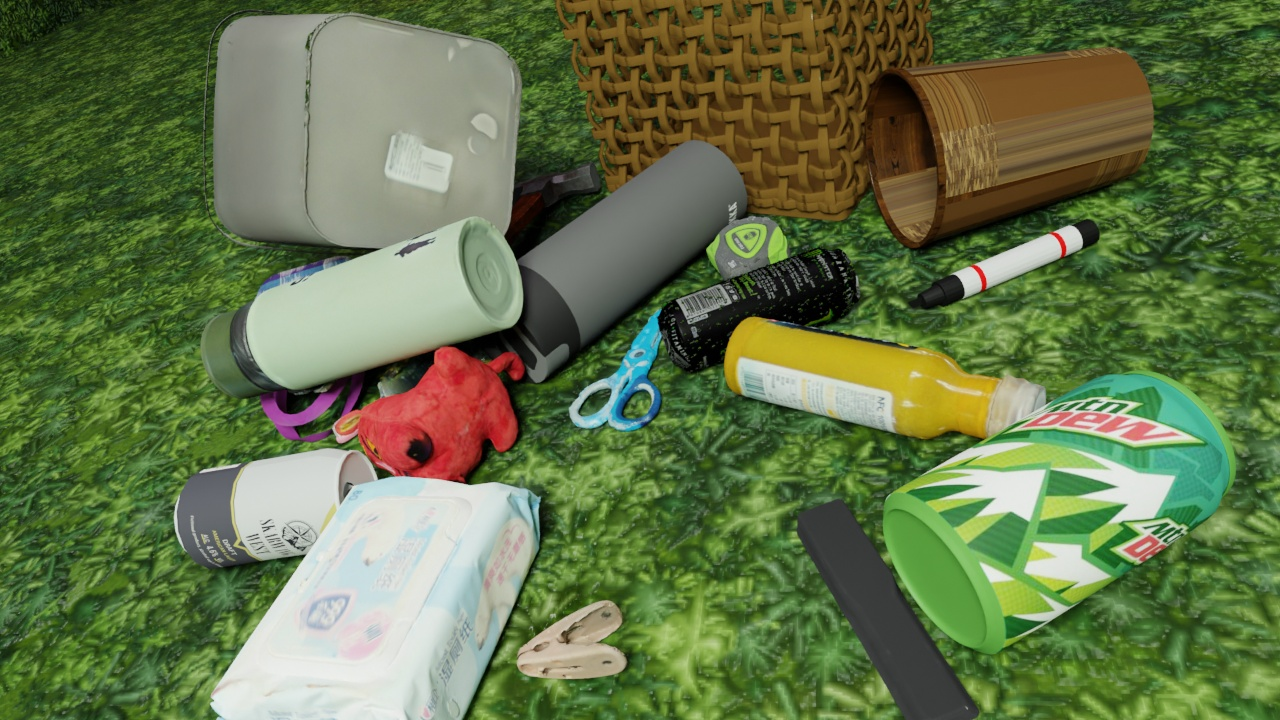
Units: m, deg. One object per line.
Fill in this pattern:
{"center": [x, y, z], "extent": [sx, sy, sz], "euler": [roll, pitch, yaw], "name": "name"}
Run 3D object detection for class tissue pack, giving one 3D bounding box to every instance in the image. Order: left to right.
{"center": [-0.132, 0.131, 0.495], "extent": [0.112, 0.070, 0.181], "euler": [-3, 37, 20], "name": "tissue pack"}

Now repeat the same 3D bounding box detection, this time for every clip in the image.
{"center": [-0.034, 0.144, 0.477], "extent": [0.060, 0.024, 0.039], "euler": [-8, 37, 18], "name": "clip"}

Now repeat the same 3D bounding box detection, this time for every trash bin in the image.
{"center": [-0.212, -0.170, 0.711], "extent": [0.197, 0.197, 0.220], "euler": [-1, 12, -35], "name": "trash bin"}

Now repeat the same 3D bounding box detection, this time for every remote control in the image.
{"center": [0.117, 0.121, 0.453], "extent": [0.032, 0.015, 0.136], "euler": [-20, 36, -4], "name": "remote control"}

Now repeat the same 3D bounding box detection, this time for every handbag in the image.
{"center": [-0.262, -0.004, 0.742], "extent": [0.144, 0.068, 0.169], "euler": [-16, 42, 1], "name": "handbag"}

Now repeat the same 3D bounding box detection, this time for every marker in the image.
{"center": [0.253, -0.065, 0.642], "extent": [0.145, 0.019, 0.019], "euler": [-22, 36, -7], "name": "marker"}

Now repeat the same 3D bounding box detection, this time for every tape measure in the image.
{"center": [0.087, -0.082, 0.720], "extent": [0.059, 0.036, 0.065], "euler": [-27, 39, 2], "name": "tape measure"}

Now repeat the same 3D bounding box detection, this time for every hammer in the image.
{"center": [-0.123, -0.105, 0.796], "extent": [0.111, 0.028, 0.299], "euler": [-11, 25, 18], "name": "hammer"}

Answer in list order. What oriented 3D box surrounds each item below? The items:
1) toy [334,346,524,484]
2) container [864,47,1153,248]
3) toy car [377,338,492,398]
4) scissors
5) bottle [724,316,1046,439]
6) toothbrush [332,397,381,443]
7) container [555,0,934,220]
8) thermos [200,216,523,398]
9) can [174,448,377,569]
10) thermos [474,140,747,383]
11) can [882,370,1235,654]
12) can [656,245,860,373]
{"center": [-0.138, 0.029, 0.629], "extent": [0.094, 0.088, 0.132], "euler": [2, 37, 41], "name": "toy"}
{"center": [0.273, -0.167, 0.686], "extent": [0.167, 0.132, 0.132], "euler": [-13, 36, -4], "name": "container"}
{"center": [-0.153, 0.005, 0.692], "extent": [0.033, 0.048, 0.105], "euler": [-27, 17, 50], "name": "toy car"}
{"center": [-0.004, 0.004, 0.664], "extent": [0.066, 0.015, 0.134], "euler": [1, 37, 23], "name": "scissors"}
{"center": [0.142, 0.014, 0.554], "extent": [0.186, 0.053, 0.053], "euler": [13, 45, 35], "name": "bottle"}
{"center": [-0.183, 0.018, 0.712], "extent": [0.022, 0.016, 0.134], "euler": [19, 49, 39], "name": "toothbrush"}
{"center": [0.102, -0.282, 0.824], "extent": [0.252, 0.214, 0.218], "euler": [12, 45, 34], "name": "container"}
{"center": [-0.197, -0.026, 0.634], "extent": [0.232, 0.082, 0.082], "euler": [-15, 34, 21], "name": "thermos"}
{"center": [-0.225, 0.093, 0.587], "extent": [0.127, 0.064, 0.064], "euler": [-10, 36, 9], "name": "can"}
{"center": [-0.021, -0.081, 0.721], "extent": [0.082, 0.082, 0.239], "euler": [21, 50, 40], "name": "thermos"}
{"center": [0.196, 0.068, 0.434], "extent": [0.144, 0.083, 0.083], "euler": [-26, 37, -13], "name": "can"}
{"center": [0.082, -0.037, 0.644], "extent": [0.137, 0.054, 0.054], "euler": [-20, 36, -5], "name": "can"}
